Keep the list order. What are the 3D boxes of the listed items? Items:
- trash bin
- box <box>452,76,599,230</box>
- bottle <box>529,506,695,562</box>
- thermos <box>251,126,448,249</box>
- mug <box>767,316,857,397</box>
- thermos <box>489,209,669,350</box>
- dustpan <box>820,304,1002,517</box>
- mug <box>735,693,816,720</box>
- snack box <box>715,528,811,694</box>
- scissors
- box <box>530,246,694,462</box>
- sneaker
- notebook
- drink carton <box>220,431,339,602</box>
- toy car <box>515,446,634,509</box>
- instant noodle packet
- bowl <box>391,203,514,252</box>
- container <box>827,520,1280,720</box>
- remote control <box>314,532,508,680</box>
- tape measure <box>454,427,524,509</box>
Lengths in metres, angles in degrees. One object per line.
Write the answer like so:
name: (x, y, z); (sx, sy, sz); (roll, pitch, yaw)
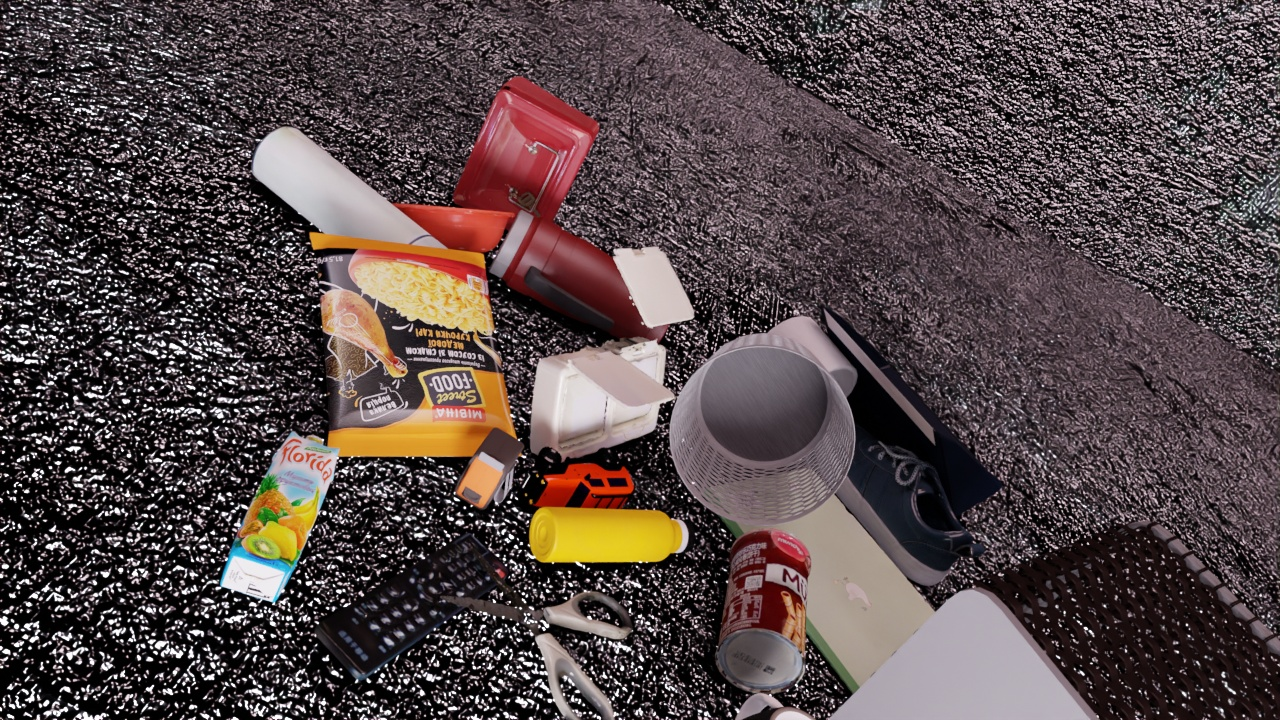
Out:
trash bin: (0.115, 0.053, 0.869); (0.156, 0.156, 0.183); (34, 11, 3)
box: (-0.137, -0.240, 1.103); (0.129, 0.158, 0.087); (30, 24, -6)
bottle: (-0.019, 0.144, 0.758); (0.143, 0.043, 0.043); (8, 38, -35)
thermos: (-0.284, -0.143, 0.915); (0.230, 0.068, 0.067); (39, 31, 10)
mug: (0.184, 0.015, 1.101); (0.121, 0.091, 0.090); (-22, 53, -15)
thermos: (-0.063, -0.079, 1.006); (0.198, 0.084, 0.107); (28, 29, -11)
dustpan: (0.334, 0.069, 1.100); (0.236, 0.080, 0.273); (58, -3, 45)
mug: (0.081, 0.267, 0.612); (0.085, 0.100, 0.118); (28, 30, -6)
snack box: (0.103, 0.203, 0.755); (0.072, 0.072, 0.121); (29, 30, -5)
scissors: (-0.063, 0.193, 0.659); (0.157, 0.013, 0.171); (3, 47, -52)
box: (-0.004, 0.004, 0.806); (0.105, 0.188, 0.143); (22, 26, 37)
sneaker: (0.276, 0.133, 0.999); (0.089, 0.088, 0.235); (4, 41, -39)
notebook: (0.189, 0.207, 0.890); (0.181, 0.010, 0.252); (-2, 44, -44)
drink carton: (-0.242, 0.101, 0.622); (0.044, 0.039, 0.128); (23, 31, -15)
toy car: (-0.052, 0.106, 0.774); (0.100, 0.051, 0.048); (5, 38, -39)
instant noodle packet: (-0.196, -0.015, 0.796); (0.159, 0.032, 0.220); (4, 56, -31)
bowl: (-0.200, -0.139, 0.974); (0.130, 0.045, 0.130); (4, 8, -1)
container: (0.312, 0.290, 0.653); (0.243, 0.248, 0.245); (0, 43, -37)
remote control: (-0.153, 0.166, 0.628); (0.047, 0.022, 0.150); (40, 29, 15)
tape measure: (-0.119, 0.090, 0.731); (0.038, 0.059, 0.058); (32, 20, -3)
